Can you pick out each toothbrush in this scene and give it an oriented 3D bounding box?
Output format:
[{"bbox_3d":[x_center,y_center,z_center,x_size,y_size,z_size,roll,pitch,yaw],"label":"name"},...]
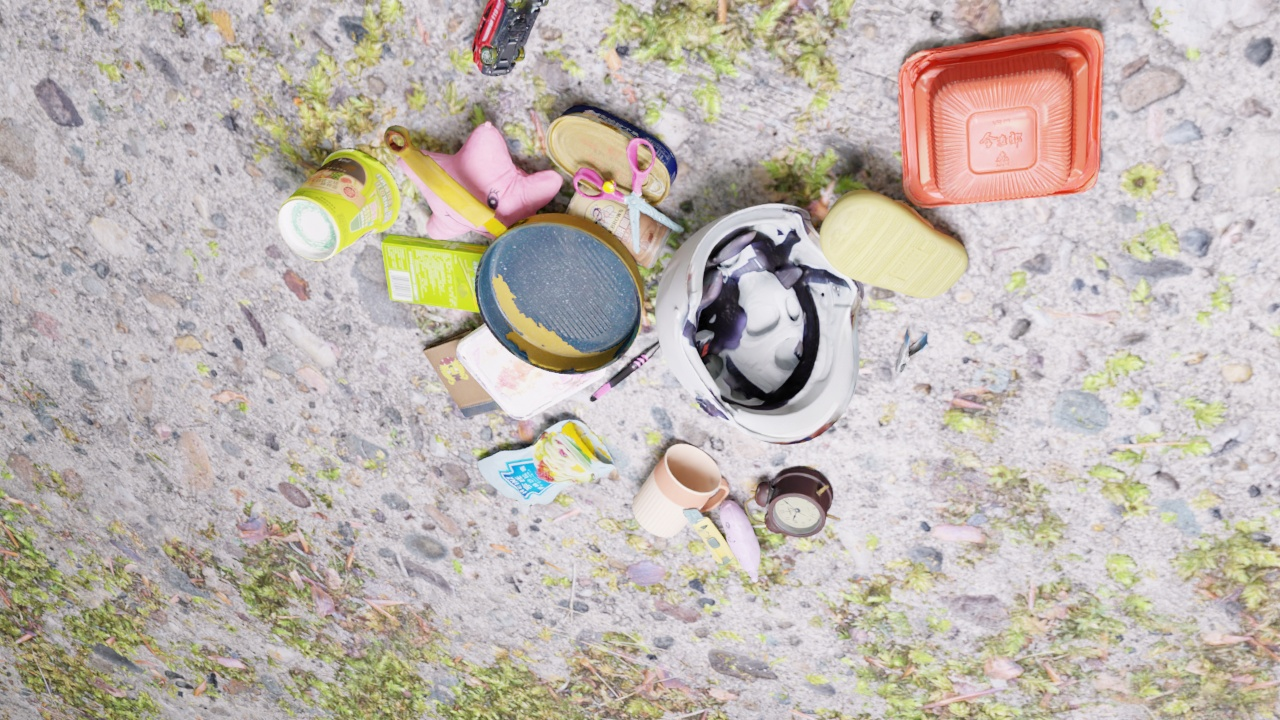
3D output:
[{"bbox_3d":[-0.007,0.007,1.175,0.014,0.017,0.190,41,125,-13],"label":"toothbrush"}]

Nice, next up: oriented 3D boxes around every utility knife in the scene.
[{"bbox_3d":[0.094,0.240,1.255,0.031,0.020,0.188,-27,136,5],"label":"utility knife"}]

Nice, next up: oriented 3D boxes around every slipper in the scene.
[{"bbox_3d":[0.261,-0.127,0.971,0.190,0.081,0.092,20,122,-29],"label":"slipper"}]

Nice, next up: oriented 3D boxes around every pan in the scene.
[{"bbox_3d":[-0.143,-0.124,1.017,0.198,0.078,0.357,-29,112,28],"label":"pan"}]

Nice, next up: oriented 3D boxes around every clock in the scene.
[{"bbox_3d":[0.197,0.189,1.206,0.122,0.055,0.082,-12,118,25],"label":"clock"}]

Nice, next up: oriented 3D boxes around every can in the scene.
[{"bbox_3d":[-0.031,-0.226,1.012,0.148,0.049,0.075,27,126,-1],"label":"can"},{"bbox_3d":[-0.026,-0.155,1.050,0.116,0.058,0.059,27,125,-1],"label":"can"}]

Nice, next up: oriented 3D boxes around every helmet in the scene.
[{"bbox_3d":[0.115,-0.039,1.009,0.259,0.228,0.146,53,162,-25],"label":"helmet"}]

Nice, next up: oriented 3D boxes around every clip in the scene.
[{"bbox_3d":[0.310,-0.008,1.065,0.045,0.027,0.058,14,129,-1],"label":"clip"}]

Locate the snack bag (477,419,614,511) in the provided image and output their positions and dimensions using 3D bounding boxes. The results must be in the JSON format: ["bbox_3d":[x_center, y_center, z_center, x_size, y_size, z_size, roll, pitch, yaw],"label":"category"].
[{"bbox_3d":[-0.136,0.151,1.296,0.191,0.038,0.110,-29,121,31],"label":"snack bag"}]

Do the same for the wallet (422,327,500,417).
[{"bbox_3d":[-0.232,0.018,1.243,0.090,0.033,0.115,-18,111,27],"label":"wallet"}]

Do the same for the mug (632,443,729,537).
[{"bbox_3d":[0.059,0.178,1.234,0.114,0.081,0.106,11,132,-27],"label":"mug"}]

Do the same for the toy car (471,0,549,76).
[{"bbox_3d":[-0.140,-0.355,0.960,0.045,0.052,0.121,50,130,13],"label":"toy car"}]

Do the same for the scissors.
[{"bbox_3d":[-0.007,-0.181,0.992,0.133,0.017,0.131,31,121,-3],"label":"scissors"}]

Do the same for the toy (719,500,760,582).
[{"bbox_3d":[0.135,0.235,1.244,0.039,0.083,0.108,-23,112,2],"label":"toy"}]

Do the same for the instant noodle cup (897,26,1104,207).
[{"bbox_3d":[0.344,-0.222,0.883,0.189,0.078,0.165,-3,119,21],"label":"instant noodle cup"}]

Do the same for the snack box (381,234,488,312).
[{"bbox_3d":[-0.249,-0.109,1.168,0.156,0.026,0.086,8,124,13],"label":"snack box"}]

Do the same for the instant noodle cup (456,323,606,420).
[{"bbox_3d":[-0.133,-0.014,1.174,0.174,0.060,0.138,-30,109,29],"label":"instant noodle cup"}]

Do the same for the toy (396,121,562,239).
[{"bbox_3d":[-0.188,-0.201,1.058,0.194,0.074,0.179,14,134,2],"label":"toy"}]

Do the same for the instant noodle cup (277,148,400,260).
[{"bbox_3d":[-0.366,-0.180,1.099,0.112,0.123,0.112,8,123,12],"label":"instant noodle cup"}]
